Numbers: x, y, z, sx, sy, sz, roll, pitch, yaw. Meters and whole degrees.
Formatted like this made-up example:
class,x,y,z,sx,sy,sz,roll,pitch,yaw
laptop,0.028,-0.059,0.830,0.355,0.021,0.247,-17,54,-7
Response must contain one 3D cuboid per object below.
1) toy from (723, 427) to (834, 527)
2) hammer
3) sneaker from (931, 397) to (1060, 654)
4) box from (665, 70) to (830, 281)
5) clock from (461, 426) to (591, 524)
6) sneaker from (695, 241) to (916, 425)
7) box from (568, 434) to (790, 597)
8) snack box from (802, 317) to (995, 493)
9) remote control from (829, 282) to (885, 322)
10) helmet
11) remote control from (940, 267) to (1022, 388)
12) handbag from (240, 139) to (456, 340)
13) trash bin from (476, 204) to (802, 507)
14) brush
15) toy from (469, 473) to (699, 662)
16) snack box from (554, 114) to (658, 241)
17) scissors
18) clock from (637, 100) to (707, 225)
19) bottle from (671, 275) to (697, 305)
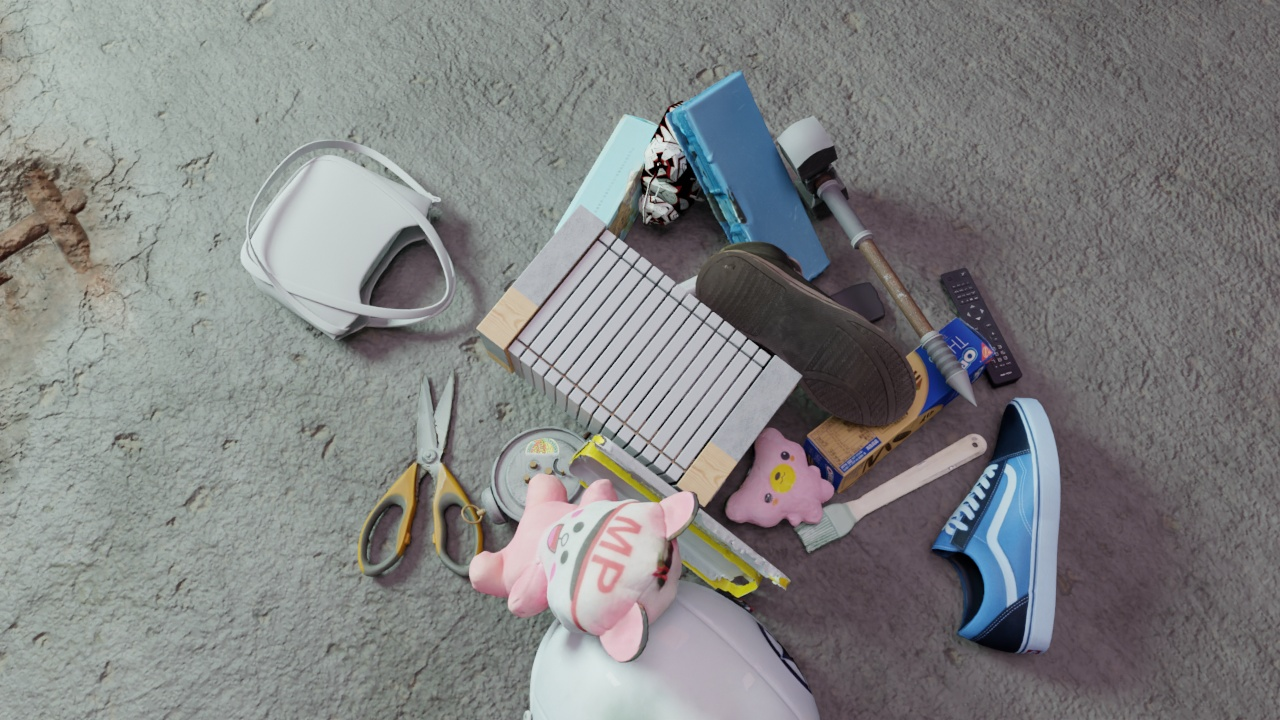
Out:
class,x,y,z,sx,sy,sz,roll,pitch,yaw
toy,0.136,0.124,0.888,0.093,0.050,0.102,24,70,15
hammer,0.241,-0.091,0.915,0.043,0.156,0.322,-32,67,9
sneaker,0.328,0.144,0.855,0.098,0.083,0.240,8,70,5
box,0.114,-0.174,0.953,0.092,0.049,0.231,-39,111,-25
clock,-0.103,0.123,0.894,0.147,0.056,0.104,-23,61,-8
sneaker,0.161,-0.032,0.886,0.235,0.119,0.095,31,110,0
box,0.031,0.140,0.818,0.209,0.130,0.038,39,68,-3
snack box,0.258,0.044,0.913,0.206,0.056,0.057,-36,67,-11
remote control,0.197,-0.048,0.980,0.124,0.009,0.046,-17,67,-5
helmet,0.025,0.296,0.753,0.236,0.164,0.264,-40,76,-14
remote control,0.355,-0.036,0.964,0.032,0.015,0.136,-16,65,-4
handbag,-0.295,-0.126,0.994,0.223,0.096,0.215,27,73,8
trash bin,-0.005,0.005,0.856,0.247,0.142,0.142,38,80,2
brush,0.250,0.127,0.903,0.217,0.012,0.033,-26,69,-10
toy,-0.044,0.161,0.752,0.214,0.084,0.141,-5,42,49
snack box,-0.031,-0.179,1.011,0.053,0.075,0.174,25,70,12
scissors,-0.203,0.116,0.927,0.162,0.016,0.225,12,66,7
clock,0.044,-0.206,0.993,0.065,0.115,0.154,23,53,12
bottle,-0.015,-0.041,0.963,0.195,0.052,0.052,-27,68,-8
